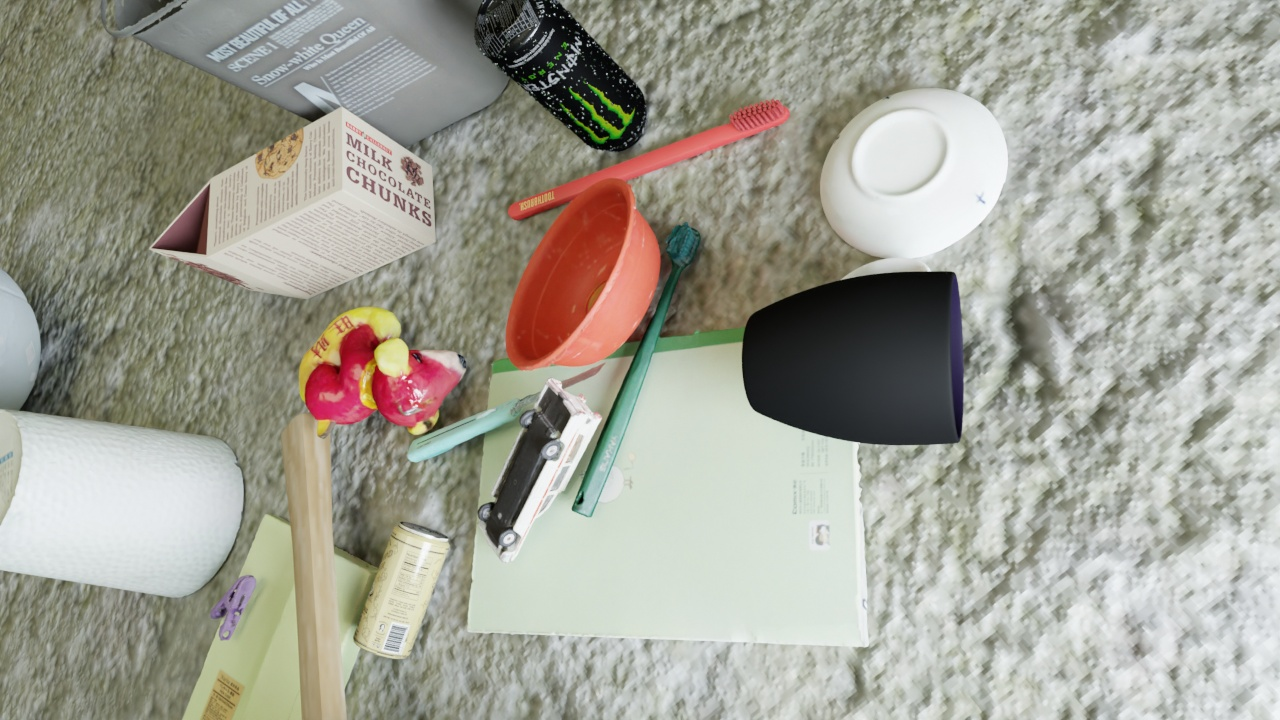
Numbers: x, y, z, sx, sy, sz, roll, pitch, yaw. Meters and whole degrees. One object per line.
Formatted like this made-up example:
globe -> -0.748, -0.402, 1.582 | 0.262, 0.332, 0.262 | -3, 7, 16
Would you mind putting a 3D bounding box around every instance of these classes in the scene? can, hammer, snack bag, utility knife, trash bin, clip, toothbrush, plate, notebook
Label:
can -> -0.155, 0.148, 0.596 | 0.038, 0.038, 0.079 | 15, 82, 33
hammer -> -0.201, 0.166, 0.573 | 0.117, 0.051, 0.322 | -43, 46, 25
snack bag -> -0.272, -0.104, 0.713 | 0.207, 0.094, 0.069 | -18, 66, 24
utility knife -> -0.089, 0.036, 0.593 | 0.178, 0.015, 0.022 | -23, 30, 31
trash bin -> -0.222, -0.280, 0.665 | 0.198, 0.220, 0.197 | -19, 66, 24
clip -> -0.299, 0.177, 0.669 | 0.046, 0.014, 0.050 | 5, 78, 42
toothbrush -> -0.004, -0.132, 0.610 | 0.213, 0.018, 0.012 | -15, 67, 26
plate -> 0.147, -0.110, 0.510 | 0.104, 0.026, 0.104 | -10, 69, 28
trash bin -> -0.409, 0.105, 0.686 | 0.133, 0.161, 0.133 | -10, 70, 27
can -> -0.046, -0.182, 0.579 | 0.054, 0.137, 0.054 | -10, 69, 28
toothbrush -> -0.003, 0.003, 0.556 | 0.016, 0.017, 0.189 | 15, 80, 34
notebook -> 0.006, 0.071, 0.545 | 0.253, 0.010, 0.181 | -8, 71, 28

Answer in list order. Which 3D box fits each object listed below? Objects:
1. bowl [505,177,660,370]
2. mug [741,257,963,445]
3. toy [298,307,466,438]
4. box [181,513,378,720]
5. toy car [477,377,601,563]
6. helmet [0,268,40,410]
bowl -> -0.029, -0.045, 0.565 | 0.131, 0.045, 0.130 | -39, 36, 36
mug -> 0.110, -0.012, 0.470 | 0.100, 0.085, 0.118 | -2, 42, 23
toy -> -0.194, 0.012, 0.650 | 0.137, 0.067, 0.105 | 18, 68, 35
box -> -0.260, 0.215, 0.649 | 0.137, 0.024, 0.187 | 17, 83, 36
toy car -> -0.061, 0.068, 0.556 | 0.039, 0.039, 0.113 | 46, 119, 41
helmet -> -0.691, -0.001, 0.887 | 0.265, 0.163, 0.236 | -9, 66, 35
